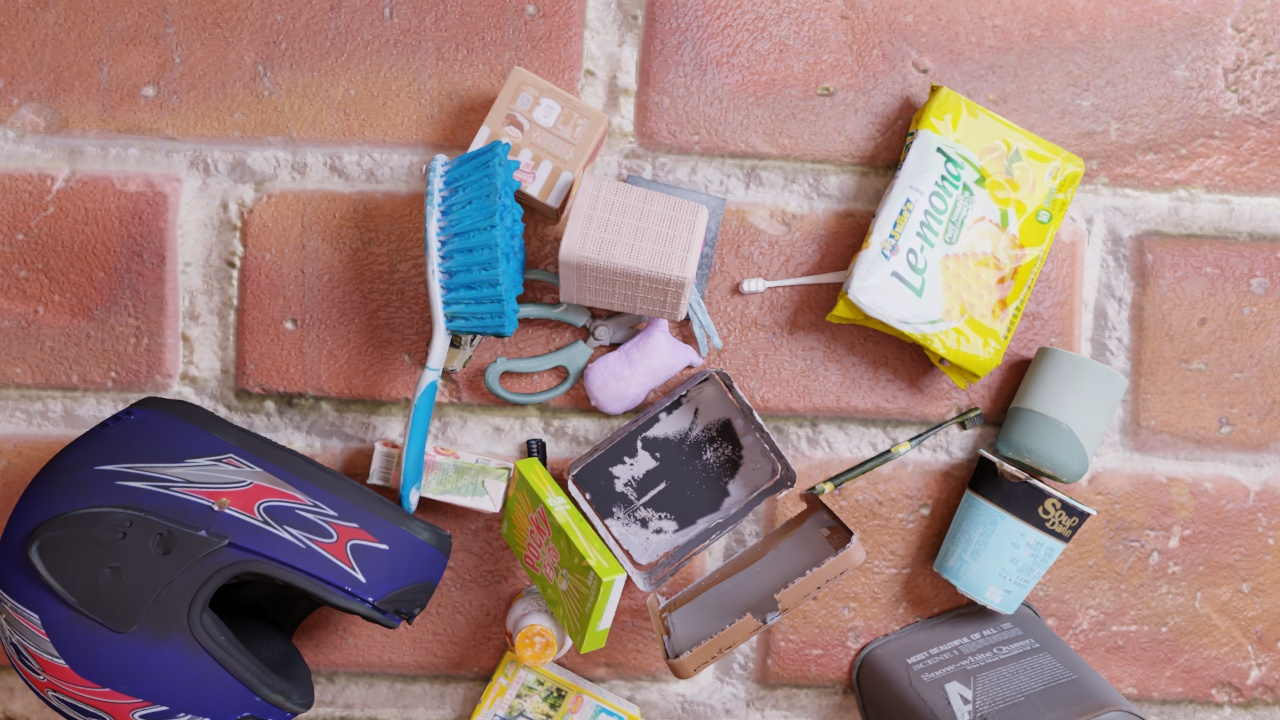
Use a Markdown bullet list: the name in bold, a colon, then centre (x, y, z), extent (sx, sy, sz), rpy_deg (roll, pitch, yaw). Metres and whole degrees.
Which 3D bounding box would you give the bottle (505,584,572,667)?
- **bottle**: centre (-0.088, 0.236, 0.808), extent (0.063, 0.108, 0.063), rpy_deg (0, 89, -2)

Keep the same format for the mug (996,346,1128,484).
- **mug**: centre (0.393, 0.057, 0.847), extent (0.111, 0.082, 0.106), rpy_deg (26, 88, -34)

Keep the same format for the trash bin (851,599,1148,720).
- **trash bin**: centre (0.314, 0.335, 0.770), extent (0.199, 0.220, 0.198), rpy_deg (-20, 90, -1)

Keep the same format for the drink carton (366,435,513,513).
- **drink carton**: centre (-0.180, 0.104, 0.832), extent (0.122, 0.053, 0.045), rpy_deg (13, 91, -2)

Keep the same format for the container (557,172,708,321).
- **container**: centre (-0.005, -0.093, 0.784), extent (0.111, 0.090, 0.089), rpy_deg (13, 63, 2)

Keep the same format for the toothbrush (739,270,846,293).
- **toothbrush**: centre (0.183, -0.079, 0.864), extent (0.180, 0.016, 0.016), rpy_deg (-6, 93, -4)

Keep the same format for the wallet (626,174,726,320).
- **wallet**: centre (0.020, -0.105, 0.859), extent (0.097, 0.019, 0.121), rpy_deg (13, 91, 0)

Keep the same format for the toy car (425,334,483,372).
- **toy car**: centre (-0.163, -0.032, 0.842), extent (0.042, 0.035, 0.090), rpy_deg (31, 91, -1)

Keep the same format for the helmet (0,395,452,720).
- **helmet**: centre (-0.337, 0.184, 0.724), extent (0.315, 0.248, 0.240), rpy_deg (22, 71, 6)

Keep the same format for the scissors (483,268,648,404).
- **scissors**: centre (-0.068, -0.010, 0.846), extent (0.179, 0.019, 0.161), rpy_deg (10, 106, -18)

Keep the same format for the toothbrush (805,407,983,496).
- **toothbrush**: centre (0.241, 0.090, 0.870), extent (0.186, 0.012, 0.017), rpy_deg (-26, 102, -2)

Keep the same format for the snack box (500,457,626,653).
- **snack box**: centre (-0.071, 0.163, 0.784), extent (0.026, 0.156, 0.086), rpy_deg (-7, 126, -35)

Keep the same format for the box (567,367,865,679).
- **box**: centre (0.045, 0.117, 0.777), extent (0.180, 0.217, 0.158), rpy_deg (-34, 103, 0)

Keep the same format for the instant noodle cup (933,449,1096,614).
- **instant noodle cup**: centre (0.328, 0.159, 0.832), extent (0.111, 0.111, 0.120), rpy_deg (28, 96, -2)

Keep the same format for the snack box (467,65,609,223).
- **snack box**: centre (-0.091, -0.191, 0.823), extent (0.093, 0.077, 0.094), rpy_deg (29, 88, -2)

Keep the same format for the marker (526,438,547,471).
- **marker**: centre (-0.091, 0.137, 0.852), extent (0.018, 0.023, 0.130), rpy_deg (-6, 89, -36)

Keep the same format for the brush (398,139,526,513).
- **brush**: centre (-0.155, -0.023, 0.774), extent (0.109, 0.060, 0.314), rpy_deg (0, 93, 12)

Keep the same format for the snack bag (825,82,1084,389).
- **snack bag**: centre (0.285, -0.114, 0.836), extent (0.158, 0.068, 0.246), rpy_deg (26, 84, -4)

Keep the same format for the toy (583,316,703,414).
- **toy**: centre (-0.005, 0.005, 0.843), extent (0.108, 0.039, 0.084), rpy_deg (-37, 115, 2)

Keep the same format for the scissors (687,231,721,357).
- **scissors**: centre (0.036, -0.064, 0.845), extent (0.072, 0.017, 0.137), rpy_deg (-13, 97, 1)

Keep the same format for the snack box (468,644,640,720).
- **snack box**: centre (-0.080, 0.332, 0.847), extent (0.140, 0.034, 0.087), rpy_deg (27, 89, -4)
